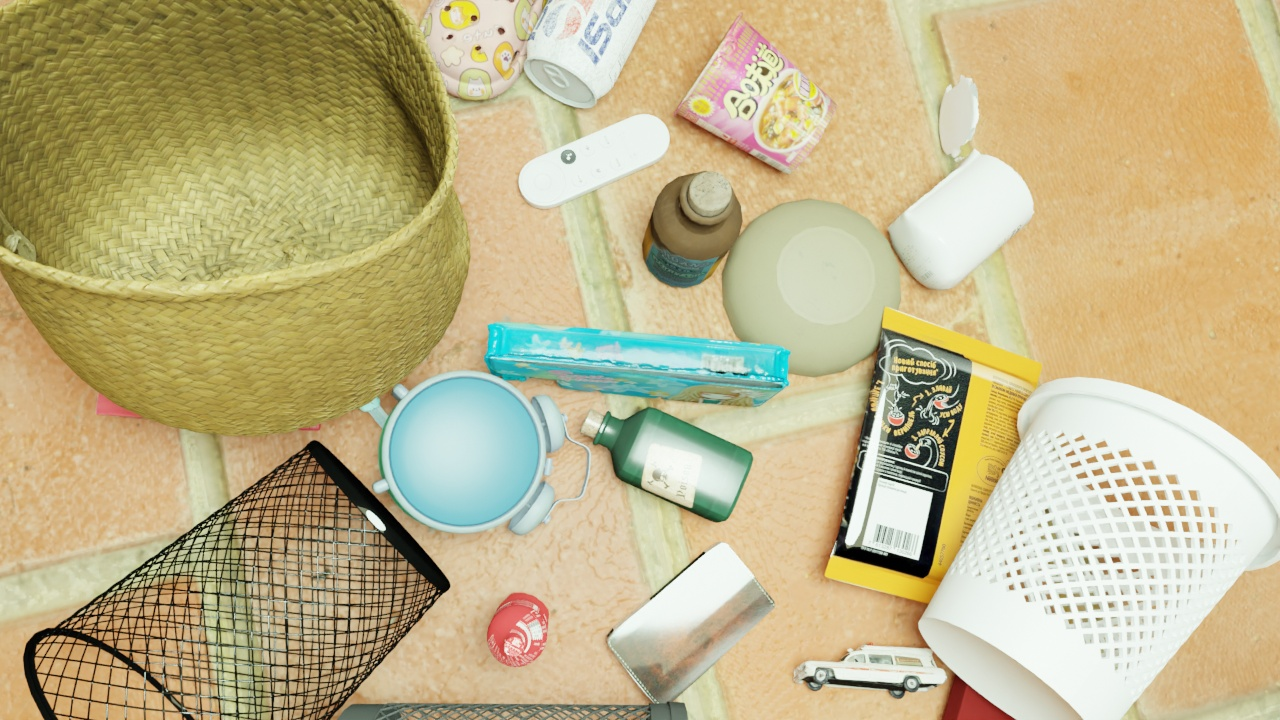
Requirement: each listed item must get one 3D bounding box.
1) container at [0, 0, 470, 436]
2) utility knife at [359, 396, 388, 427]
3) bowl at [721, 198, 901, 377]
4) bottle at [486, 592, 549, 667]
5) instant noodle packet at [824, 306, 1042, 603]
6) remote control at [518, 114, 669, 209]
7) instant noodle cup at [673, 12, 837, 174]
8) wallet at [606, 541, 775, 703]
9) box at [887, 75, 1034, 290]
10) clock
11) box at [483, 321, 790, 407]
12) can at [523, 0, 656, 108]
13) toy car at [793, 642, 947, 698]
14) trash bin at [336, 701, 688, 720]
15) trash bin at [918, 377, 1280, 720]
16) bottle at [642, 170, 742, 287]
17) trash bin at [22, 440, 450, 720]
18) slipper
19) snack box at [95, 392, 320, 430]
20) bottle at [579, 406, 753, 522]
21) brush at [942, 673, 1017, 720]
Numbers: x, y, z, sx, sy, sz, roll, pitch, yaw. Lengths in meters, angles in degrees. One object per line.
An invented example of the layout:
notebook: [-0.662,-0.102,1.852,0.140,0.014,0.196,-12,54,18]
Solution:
container: [-0.271,-0.102,0.619,0.307,0.197,0.306,4,54,-6]
utility knife: [-0.239,0.007,0.736,0.022,0.015,0.126,-39,90,-10]
bowl: [0.146,-0.065,0.758,0.152,0.050,0.152,1,82,-5]
bottle: [-0.087,0.193,0.655,0.042,0.142,0.042,1,82,-5]
instant noodle packet: [0.244,0.085,0.745,0.159,0.032,0.220,17,81,-16]
remote control: [-0.039,-0.168,0.776,0.136,0.013,0.043,-25,85,-8]
instant noodle cup: [0.098,-0.214,0.759,0.108,0.098,0.097,33,80,-8]
wallet: [0.040,0.208,0.726,0.123,0.019,0.072,-39,87,-9]
box: [0.258,-0.149,0.767,0.140,0.083,0.141,-37,81,-10]
clock: [-0.119,0.074,0.709,0.161,0.075,0.121,12,80,-16]
box: [-0.004,0.005,0.713,0.227,0.094,0.041,5,80,-4]
can: [-0.037,-0.286,0.760,0.078,0.078,0.136,26,81,-1]
toy car: [0.180,0.243,0.726,0.113,0.039,0.039,6,60,-3]
trash bin: [-0.090,0.333,0.605,0.227,0.218,0.217,4,81,0]
trash bin: [0.314,0.151,0.657,0.195,0.196,0.199,42,74,2]
bottle: [0.041,-0.105,0.701,0.068,0.157,0.067,1,82,-5]
trash bin: [-0.258,0.178,0.633,0.209,0.184,0.184,-43,87,-15]
slipper: [-0.123,-0.316,0.757,0.093,0.081,0.197,20,79,-1]
snack box: [-0.317,0.037,0.685,0.133,0.089,0.021,4,85,-4]
bottle: [0.016,0.074,0.722,0.131,0.061,0.061,25,78,-1]
brush: [0.273,0.307,0.720,0.082,0.042,0.173,20,81,-2]
